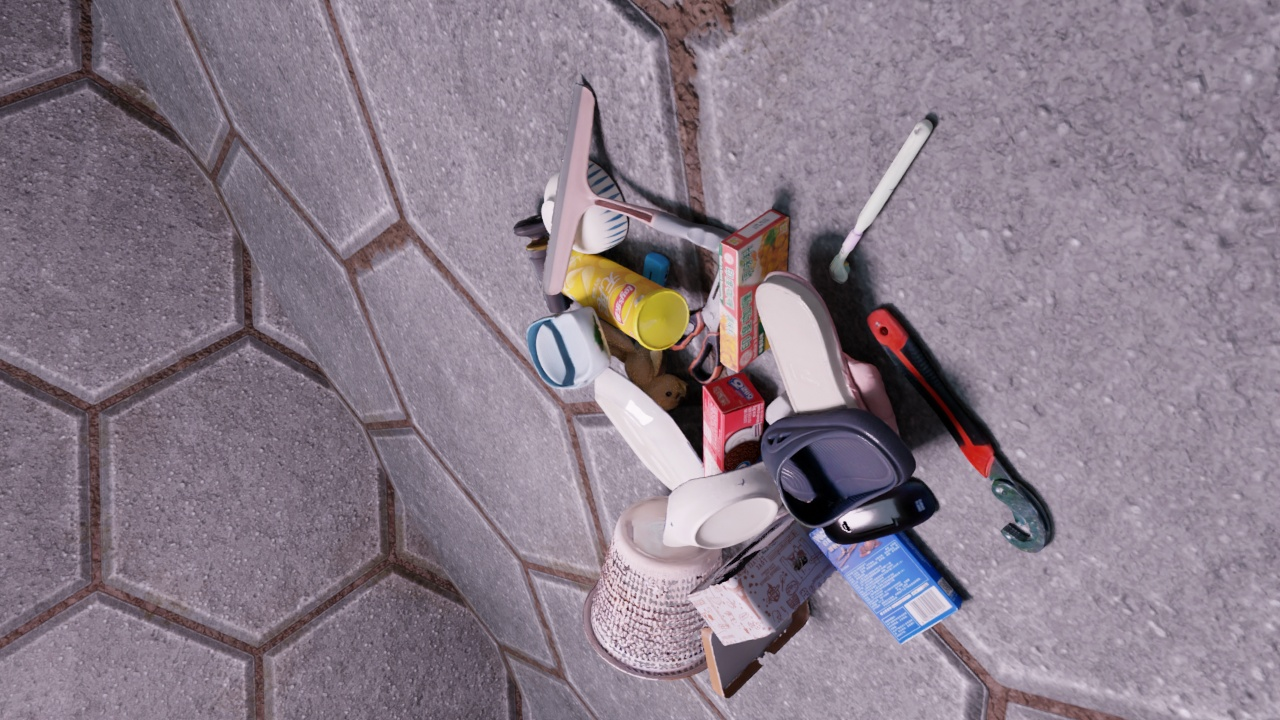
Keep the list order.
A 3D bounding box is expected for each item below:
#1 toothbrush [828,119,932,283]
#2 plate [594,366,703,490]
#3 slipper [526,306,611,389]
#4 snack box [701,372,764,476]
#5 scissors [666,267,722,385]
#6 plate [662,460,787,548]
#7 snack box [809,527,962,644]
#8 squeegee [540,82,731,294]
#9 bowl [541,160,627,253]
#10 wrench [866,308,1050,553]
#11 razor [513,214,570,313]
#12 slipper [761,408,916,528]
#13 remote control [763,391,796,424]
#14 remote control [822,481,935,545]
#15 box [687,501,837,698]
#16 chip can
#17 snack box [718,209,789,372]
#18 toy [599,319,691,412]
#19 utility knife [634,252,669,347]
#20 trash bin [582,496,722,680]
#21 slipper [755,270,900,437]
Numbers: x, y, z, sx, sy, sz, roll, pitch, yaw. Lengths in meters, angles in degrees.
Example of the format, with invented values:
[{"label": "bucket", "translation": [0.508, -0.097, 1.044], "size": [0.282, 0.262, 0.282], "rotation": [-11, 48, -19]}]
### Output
[{"label": "toothbrush", "translation": [0.204, -0.134, 0.789], "size": [0.190, 0.020, 0.029], "rotation": [110, 153, -55]}, {"label": "plate", "translation": [0.016, 0.108, 1.224], "size": [0.162, 0.034, 0.266], "rotation": [30, 160, 46]}, {"label": "slipper", "translation": [-0.099, -0.011, 1.153], "size": [0.104, 0.074, 0.246], "rotation": [72, 161, -1]}, {"label": "snack box", "translation": [0.112, 0.110, 1.123], "size": [0.208, 0.057, 0.058], "rotation": [86, 160, -44]}, {"label": "scissors", "translation": [0.072, -0.052, 1.076], "size": [0.197, 0.015, 0.206], "rotation": [17, 133, 50]}, {"label": "plate", "translation": [0.111, 0.185, 1.114], "size": [0.164, 0.164, 0.034], "rotation": [94, 158, -50]}, {"label": "snack box", "translation": [0.270, 0.229, 1.019], "size": [0.157, 0.026, 0.085], "rotation": [50, 121, 10]}, {"label": "squeegee", "translation": [0.012, -0.156, 1.018], "size": [0.250, 0.040, 0.248], "rotation": [23, 112, 28]}, {"label": "bowl", "translation": [-0.077, -0.180, 1.116], "size": [0.116, 0.066, 0.117], "rotation": [37, 146, 30]}, {"label": "wrench", "translation": [0.298, 0.065, 0.856], "size": [0.273, 0.016, 0.056], "rotation": [55, 151, -1]}, {"label": "razor", "translation": [-0.128, -0.132, 1.269], "size": [0.067, 0.062, 0.168], "rotation": [-109, 5, -46]}, {"label": "slipper", "translation": [0.176, 0.114, 0.939], "size": [0.110, 0.083, 0.269], "rotation": [47, 161, 0]}, {"label": "remote control", "translation": [0.196, 0.097, 1.038], "size": [0.135, 0.019, 0.056], "rotation": [49, 151, 12]}, {"label": "remote control", "translation": [0.247, 0.166, 0.979], "size": [0.137, 0.024, 0.053], "rotation": [-28, 90, 38]}, {"label": "box", "translation": [0.154, 0.293, 1.142], "size": [0.125, 0.178, 0.274], "rotation": [40, 147, 26]}, {"label": "chip can", "translation": [-0.027, -0.078, 1.104], "size": [0.213, 0.072, 0.072], "rotation": [33, 146, 54]}, {"label": "snack box", "translation": [0.114, -0.069, 0.930], "size": [0.027, 0.076, 0.156], "rotation": [33, 145, 35]}, {"label": "toy", "translation": [-0.007, 0.007, 1.189], "size": [0.157, 0.066, 0.105], "rotation": [39, 145, 1]}, {"label": "utility knife", "translation": [0.009, -0.060, 1.163], "size": [0.034, 0.018, 0.217], "rotation": [43, 150, 20]}, {"label": "trash bin", "translation": [0.032, 0.316, 1.343], "size": [0.227, 0.226, 0.192], "rotation": [33, 132, 36]}, {"label": "slipper", "translation": [0.194, 0.018, 0.920], "size": [0.114, 0.054, 0.274], "rotation": [18, 144, 54]}]
